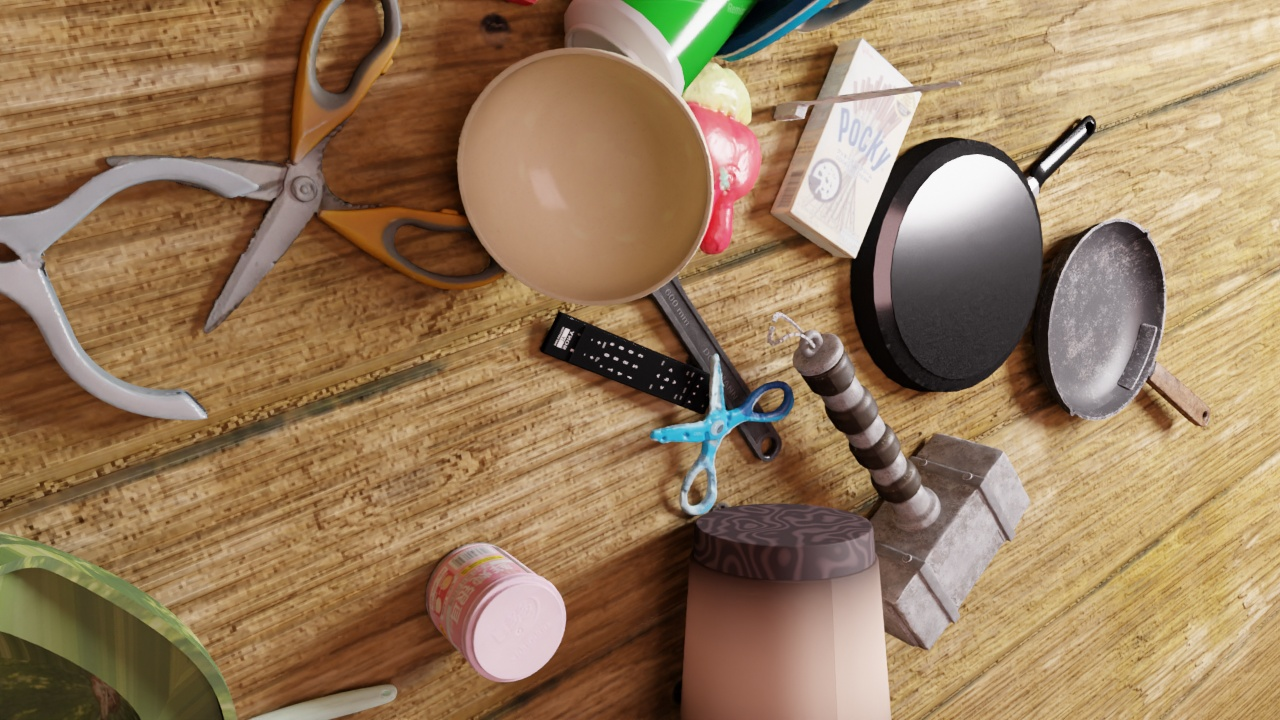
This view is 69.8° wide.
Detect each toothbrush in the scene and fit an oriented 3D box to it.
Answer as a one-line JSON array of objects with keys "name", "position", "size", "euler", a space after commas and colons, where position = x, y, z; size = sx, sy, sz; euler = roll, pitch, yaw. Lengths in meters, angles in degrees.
[{"name": "toothbrush", "position": [-0.222, 0.215, 0.547], "size": [0.154, 0.015, 0.022], "euler": [-4, 68, -32]}, {"name": "toothbrush", "position": [0.145, -0.173, 0.617], "size": [0.010, 0.182, 0.010], "euler": [15, 92, -28]}]

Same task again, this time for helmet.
[{"name": "helmet", "position": [-0.304, 0.169, 0.354], "size": [0.243, 0.247, 0.213], "euler": [-7, 81, 8]}]

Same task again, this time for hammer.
[{"name": "hammer", "position": [0.194, 0.074, 0.745], "size": [0.176, 0.080, 0.326], "euler": [-48, 121, -17]}]

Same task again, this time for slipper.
[{"name": "slipper", "position": [0.167, -0.292, 0.654], "size": [0.294, 0.118, 0.060], "euler": [-48, 112, -22]}]

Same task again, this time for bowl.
[{"name": "bowl", "position": [-0.026, -0.116, 0.554], "size": [0.075, 0.151, 0.151], "euler": [-67, 138, -60]}]

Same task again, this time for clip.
[{"name": "clip", "position": [-0.261, -0.035, 0.468], "size": [0.164, 0.032, 0.165], "euler": [-33, 113, -20]}]

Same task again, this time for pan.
[{"name": "pan", "position": [0.517, -0.008, 0.970], "size": [0.356, 0.040, 0.207], "euler": [32, 81, -33]}, {"name": "pan", "position": [0.323, -0.122, 0.829], "size": [0.355, 0.034, 0.225], "euler": [-41, 117, -19]}]

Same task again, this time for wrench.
[{"name": "wrench", "position": [0.037, -0.021, 0.673], "size": [0.073, 0.018, 0.273], "euler": [-43, 119, -15]}]

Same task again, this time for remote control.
[{"name": "remote control", "position": [-0.004, 0.004, 0.646], "size": [0.140, 0.009, 0.030], "euler": [22, 100, -29]}]

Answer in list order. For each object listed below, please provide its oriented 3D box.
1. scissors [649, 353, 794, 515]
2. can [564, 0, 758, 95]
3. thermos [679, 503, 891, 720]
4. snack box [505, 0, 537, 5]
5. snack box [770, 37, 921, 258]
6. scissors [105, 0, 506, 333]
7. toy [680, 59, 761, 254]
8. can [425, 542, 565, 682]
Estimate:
[{"name": "scissors", "position": [0.064, 0.052, 0.688], "size": [0.139, 0.011, 0.134], "euler": [-18, 119, -27]}, {"name": "can", "position": [0.021, -0.232, 0.584], "size": [0.088, 0.088, 0.139], "euler": [45, 73, -30]}, {"name": "thermos", "position": [0.105, 0.230, 0.673], "size": [0.172, 0.173, 0.226], "euler": [-4, 95, -32]}, {"name": "snack box", "position": [-0.116, -0.267, 0.530], "size": [0.132, 0.021, 0.089], "euler": [4, 96, -33]}, {"name": "snack box", "position": [0.164, -0.165, 0.724], "size": [0.082, 0.026, 0.150], "euler": [26, 85, -32]}, {"name": "scissors", "position": [-0.172, -0.113, 0.524], "size": [0.225, 0.016, 0.230], "euler": [9, 94, -31]}, {"name": "toy", "position": [0.049, -0.142, 0.640], "size": [0.091, 0.045, 0.135], "euler": [0, 93, -44]}, {"name": "can", "position": [-0.093, 0.158, 0.583], "size": [0.067, 0.076, 0.067], "euler": [-6, 101, -32]}]
